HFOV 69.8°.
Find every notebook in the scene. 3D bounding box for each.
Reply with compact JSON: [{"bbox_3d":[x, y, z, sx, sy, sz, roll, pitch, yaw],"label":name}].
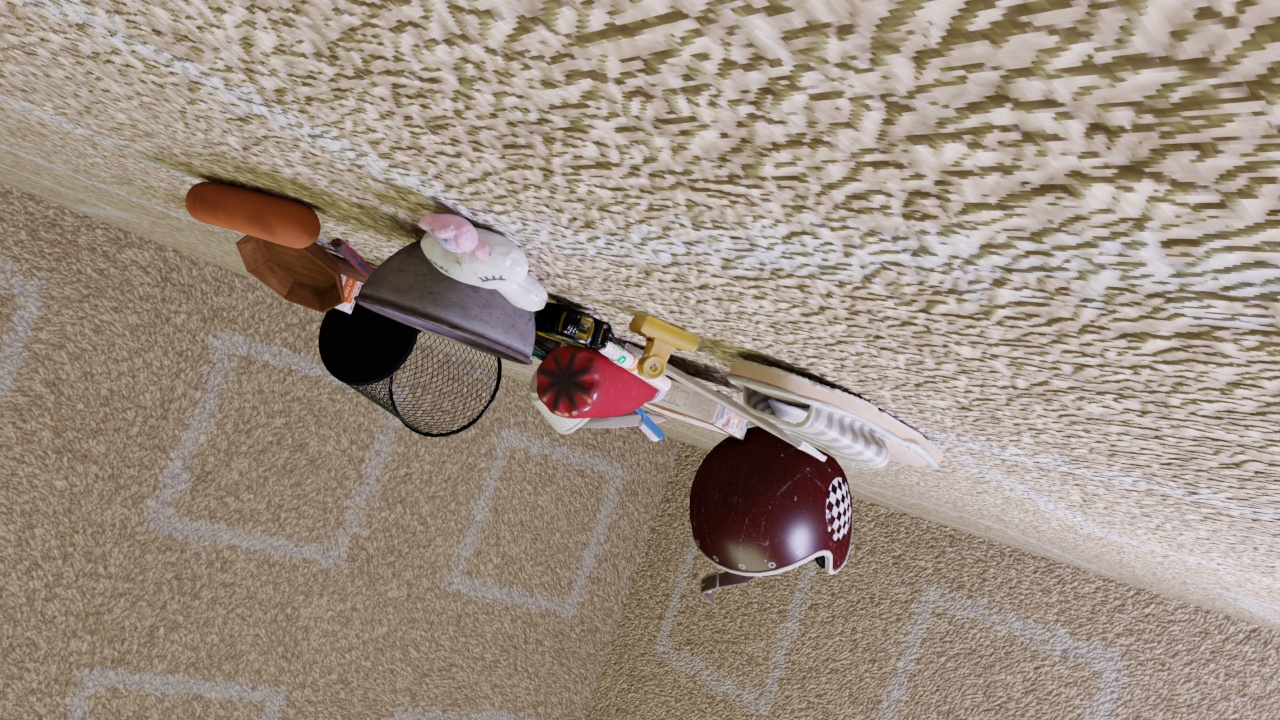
[{"bbox_3d":[0.093,0.046,0.967,0.209,0.012,0.153,29,179,23],"label":"notebook"}]

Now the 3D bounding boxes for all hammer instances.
[{"bbox_3d":[-0.246,-0.072,1.078,0.323,0.033,0.115,21,171,-6],"label":"hammer"}]

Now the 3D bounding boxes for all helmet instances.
[{"bbox_3d":[0.180,0.218,1.302,0.234,0.233,0.253,8,150,41],"label":"helmet"}]

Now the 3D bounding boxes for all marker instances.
[{"bbox_3d":[-0.006,0.006,0.946,0.017,0.017,0.145,16,171,31],"label":"marker"}]

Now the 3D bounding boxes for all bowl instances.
[{"bbox_3d":[-0.143,-0.052,0.721,0.145,0.067,0.145,19,175,2],"label":"bowl"},{"bbox_3d":[-0.090,0.027,1.139,0.062,0.115,0.115,38,167,-23],"label":"bowl"}]

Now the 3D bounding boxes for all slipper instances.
[{"bbox_3d":[0.176,0.059,0.811,0.272,0.054,0.114,23,179,-42],"label":"slipper"}]

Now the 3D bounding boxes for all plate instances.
[{"bbox_3d":[-0.031,0.080,1.277,0.134,0.011,0.134,-3,-178,0],"label":"plate"},{"bbox_3d":[-0.390,-0.107,1.039,0.131,0.025,0.131,15,147,10],"label":"plate"}]

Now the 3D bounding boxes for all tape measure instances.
[{"bbox_3d":[-0.063,-0.032,0.811,0.061,0.034,0.062,20,174,-29],"label":"tape measure"}]

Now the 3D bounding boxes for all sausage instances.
[{"bbox_3d":[-0.343,-0.129,0.802,0.164,0.039,0.044,16,177,31],"label":"sausage"}]

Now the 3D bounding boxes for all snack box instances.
[{"bbox_3d":[0.060,0.057,1.211,0.143,0.041,0.147,17,174,24],"label":"snack box"}]

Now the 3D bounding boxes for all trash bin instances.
[{"bbox_3d":[-0.319,-0.007,1.263,0.184,0.184,0.210,17,169,22],"label":"trash bin"}]

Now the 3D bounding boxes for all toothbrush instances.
[{"bbox_3d":[-0.033,0.035,1.094,0.166,0.014,0.016,46,-157,-3],"label":"toothbrush"}]

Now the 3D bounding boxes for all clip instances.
[{"bbox_3d":[0.014,-0.011,0.733,0.054,0.048,0.046,21,-145,-25],"label":"clip"}]

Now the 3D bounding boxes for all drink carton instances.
[{"bbox_3d":[-0.408,-0.106,1.148,0.122,0.058,0.040,20,175,-6],"label":"drink carton"}]

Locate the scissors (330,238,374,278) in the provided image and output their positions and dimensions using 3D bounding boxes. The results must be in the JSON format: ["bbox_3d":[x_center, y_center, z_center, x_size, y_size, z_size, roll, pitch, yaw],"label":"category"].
[{"bbox_3d":[-0.257,-0.076,0.998,0.180,0.015,0.198,3,154,43],"label":"scissors"}]

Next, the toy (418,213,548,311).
[{"bbox_3d":[-0.109,-0.068,0.612,0.079,0.038,0.122,25,174,19],"label":"toy"}]

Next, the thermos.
[{"bbox_3d":[-0.029,0.025,1.003,0.073,0.073,0.239,17,-175,22],"label":"thermos"}]

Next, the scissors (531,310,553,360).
[{"bbox_3d":[-0.111,-0.035,0.942,0.205,0.015,0.201,11,164,36],"label":"scissors"}]
